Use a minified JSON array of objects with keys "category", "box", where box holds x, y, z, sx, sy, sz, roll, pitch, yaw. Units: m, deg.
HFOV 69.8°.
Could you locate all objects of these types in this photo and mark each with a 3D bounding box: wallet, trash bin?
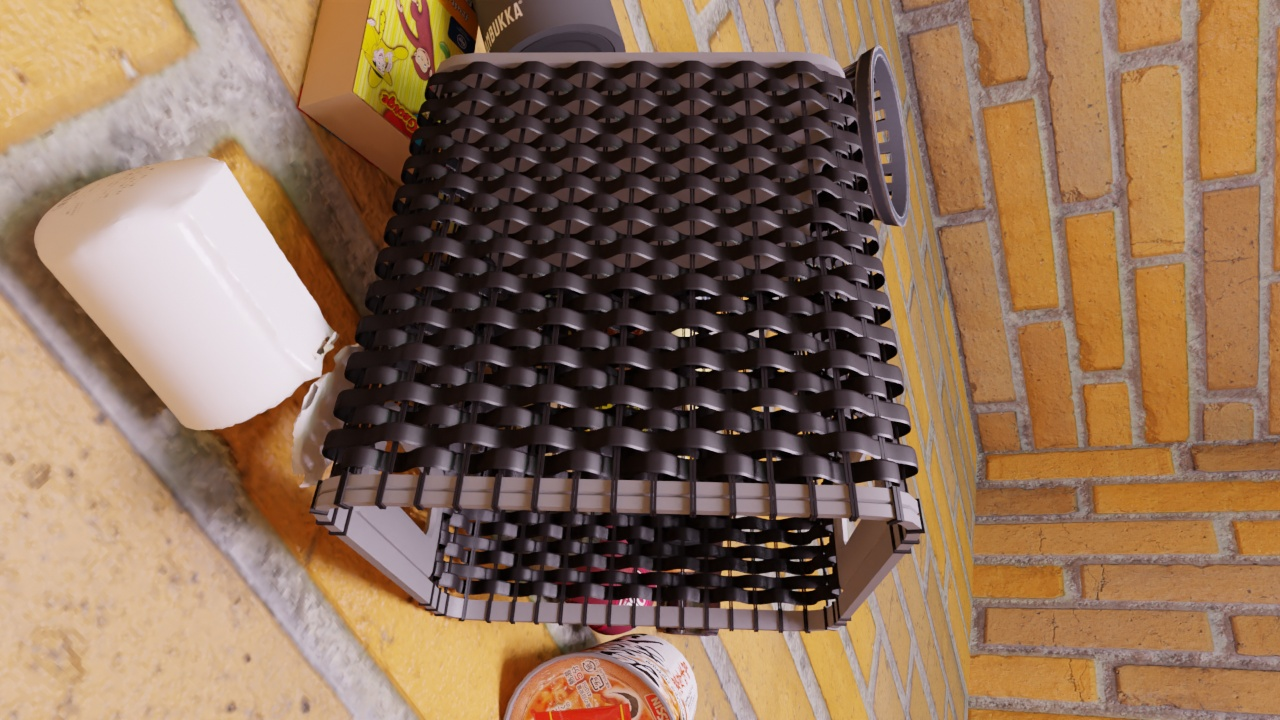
[{"category":"wallet","box":[0.052,0.214,0.882,0.120,0.031,0.099,33,58,-61]},{"category":"trash bin","box":[0.130,-0.195,0.897,0.164,0.228,0.164,22,65,-61]}]

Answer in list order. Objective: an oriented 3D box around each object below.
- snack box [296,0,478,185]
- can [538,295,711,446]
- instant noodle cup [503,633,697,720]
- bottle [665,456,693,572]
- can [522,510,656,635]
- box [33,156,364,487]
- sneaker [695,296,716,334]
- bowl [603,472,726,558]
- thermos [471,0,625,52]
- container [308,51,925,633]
[{"category":"snack box","box":[-0.144,-0.183,0.544,0.088,0.040,0.125,37,52,-57]},{"category":"can","box":[-0.004,0.004,0.720,0.072,0.101,0.131,-63,139,-52]},{"category":"instant noodle cup","box":[-0.015,0.251,0.646,0.121,0.124,0.123,4,81,-73]},{"category":"bottle","box":[0.032,0.133,0.815,0.063,0.063,0.108,24,63,-61]},{"category":"can","box":[-0.035,0.152,0.672,0.114,0.063,0.063,58,36,-43]},{"category":"box","box":[-0.172,-0.009,0.397,0.081,0.092,0.161,-90,162,-54]},{"category":"sneaker","box":[0.006,-0.072,0.800,0.120,0.127,0.295,-86,173,-47]},{"category":"bowl","box":[0.005,0.127,0.745,0.123,0.124,0.053,-32,146,-62]},{"category":"thermos","box":[-0.081,-0.289,0.583,0.082,0.082,0.240,12,58,-63]},{"category":"container","box":[-0.002,0.001,0.507,0.248,0.245,0.243,84,7,-64]}]
